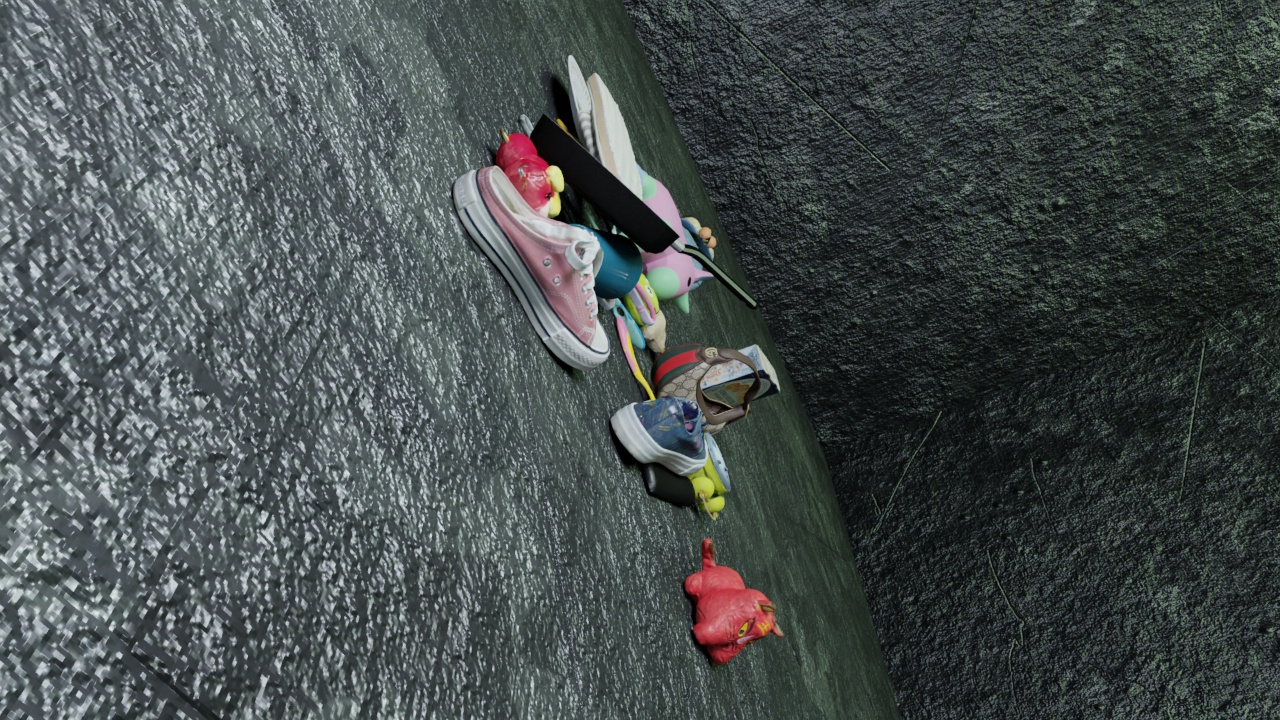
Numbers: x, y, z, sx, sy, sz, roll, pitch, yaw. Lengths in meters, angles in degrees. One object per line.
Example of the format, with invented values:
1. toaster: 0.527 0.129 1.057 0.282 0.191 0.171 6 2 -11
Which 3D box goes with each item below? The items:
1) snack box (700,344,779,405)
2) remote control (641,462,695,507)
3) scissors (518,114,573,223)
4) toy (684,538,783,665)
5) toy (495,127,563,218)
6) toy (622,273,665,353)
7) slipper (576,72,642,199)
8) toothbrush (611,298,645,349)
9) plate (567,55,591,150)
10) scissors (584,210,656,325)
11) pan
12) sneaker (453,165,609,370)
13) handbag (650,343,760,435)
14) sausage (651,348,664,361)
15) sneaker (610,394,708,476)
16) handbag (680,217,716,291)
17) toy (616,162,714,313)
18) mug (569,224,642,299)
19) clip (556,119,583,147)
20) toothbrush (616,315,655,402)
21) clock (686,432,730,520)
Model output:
1. snack box: 0.121 0.035 1.343 0.144 0.145 0.042 38 34 -67
2. remote control: 0.034 0.145 1.085 0.152 0.020 0.041 34 37 -64
3. scissors: -0.120 -0.231 1.077 0.141 0.014 0.174 67 13 9
4. toy: 0.104 0.260 1.022 0.088 0.094 0.132 54 17 -47
5. toy: -0.114 -0.187 0.926 0.105 0.067 0.137 57 7 -17
6. toy: 0.008 -0.065 1.270 0.092 0.043 0.118 -83 151 -67
7. slipper: -0.046 -0.296 1.246 0.114 0.054 0.272 59 16 -47
8. toothbrush: -0.029 -0.069 1.174 0.135 0.022 0.017 61 24 -17
9. plate: -0.075 -0.331 1.371 0.242 0.016 0.242 -14 89 -83
10. scissors: -0.034 -0.112 1.163 0.170 0.014 0.168 62 26 -7
11. pan: 0.010 -0.154 1.072 0.355 0.044 0.204 39 7 -28
12. sneaker: -0.075 -0.089 0.851 0.118 0.088 0.241 -98 161 -46
13. handbag: 0.089 0.042 1.203 0.167 0.138 0.063 69 10 -48
14. sausage: 0.028 -0.001 1.303 0.020 0.020 0.155 55 18 -46
15. sneaker: 0.041 0.075 1.059 0.087 0.079 0.235 57 11 19
16. handbag: 0.073 -0.188 1.578 0.191 0.119 0.122 -83 150 -76
17. toy: 0.022 -0.184 1.347 0.171 0.120 0.222 14 61 -68
18. mug: -0.054 -0.114 1.029 0.121 0.078 0.078 8 61 -70
19. clip: -0.100 -0.305 1.249 0.054 0.045 0.048 -9 103 -76
20. toothbrush: -0.007 0.007 1.159 0.135 0.016 0.021 68 14 7
21. clock: 0.084 0.152 1.199 0.083 0.057 0.119 54 19 -51
